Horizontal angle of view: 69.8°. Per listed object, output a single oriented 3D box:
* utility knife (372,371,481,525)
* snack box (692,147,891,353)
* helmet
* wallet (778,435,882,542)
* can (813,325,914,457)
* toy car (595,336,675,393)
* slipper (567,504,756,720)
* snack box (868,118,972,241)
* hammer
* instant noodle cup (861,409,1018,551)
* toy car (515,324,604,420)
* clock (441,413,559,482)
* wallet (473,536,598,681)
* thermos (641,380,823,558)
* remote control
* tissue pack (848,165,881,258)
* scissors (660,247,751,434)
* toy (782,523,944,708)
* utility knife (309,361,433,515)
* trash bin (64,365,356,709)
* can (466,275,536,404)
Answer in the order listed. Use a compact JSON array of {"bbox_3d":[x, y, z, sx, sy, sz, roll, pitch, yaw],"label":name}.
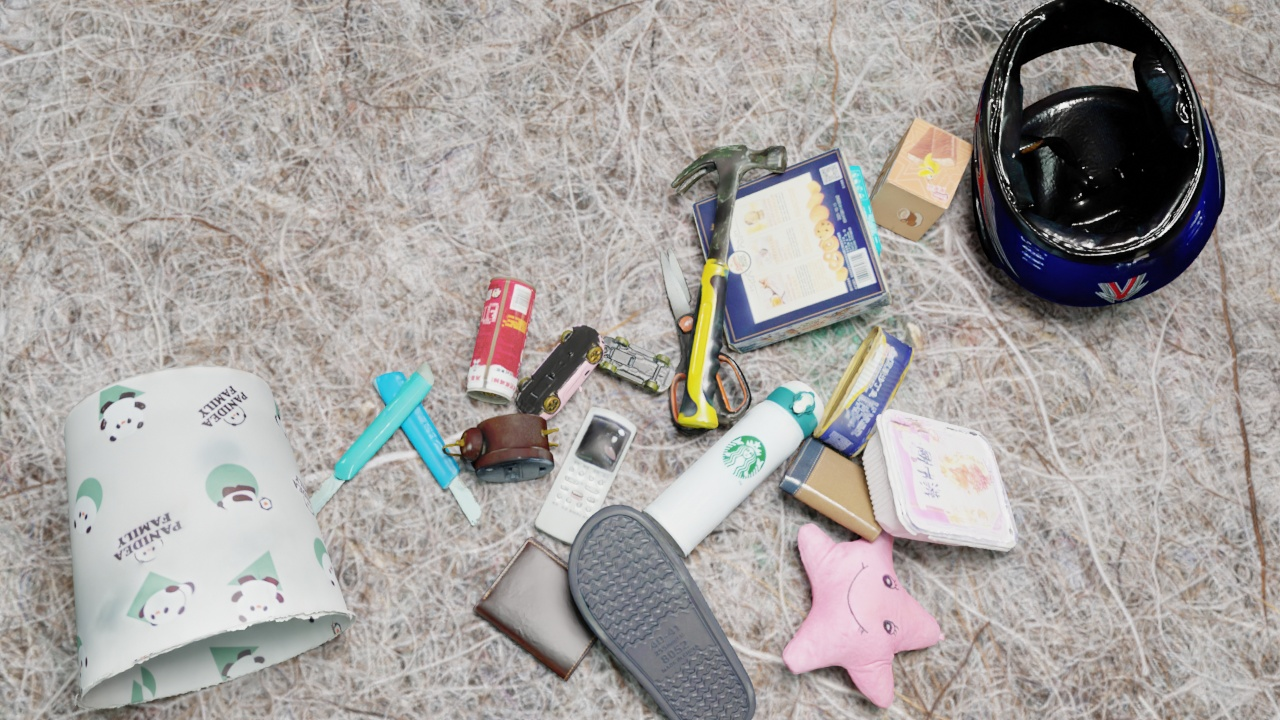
[{"bbox_3d":[-0.225,0.092,0.983,0.034,0.018,0.194,-34,79,-4],"label":"utility knife"},{"bbox_3d":[0.167,-0.122,1.031,0.183,0.045,0.177,-18,74,18],"label":"snack box"},{"bbox_3d":[0.495,-0.215,1.022,0.248,0.240,0.315,-12,80,21],"label":"helmet"},{"bbox_3d":[0.212,0.136,0.984,0.115,0.033,0.090,29,38,11],"label":"wallet"},{"bbox_3d":[0.248,0.034,1.016,0.049,0.075,0.148,32,73,1],"label":"can"},{"bbox_3d":[-0.006,0.006,1.020,0.090,0.035,0.042,23,74,6],"label":"toy car"},{"bbox_3d":[0.017,0.266,0.931,0.110,0.083,0.268,-34,97,-6],"label":"slipper"},{"bbox_3d":[0.327,-0.212,1.086,0.077,0.093,0.094,27,72,3],"label":"snack box"},{"bbox_3d":[0.079,-0.086,1.009,0.126,0.032,0.323,4,77,24],"label":"hammer"},{"bbox_3d":[0.307,0.135,0.965,0.173,0.061,0.137,13,56,-28],"label":"instant noodle cup"},{"bbox_3d":[-0.085,0.016,1.003,0.056,0.037,0.122,33,78,36],"label":"toy car"},{"bbox_3d":[-0.145,0.093,0.958,0.122,0.082,0.055,-4,69,-8],"label":"clock"},{"bbox_3d":[-0.095,0.255,0.947,0.122,0.020,0.096,36,69,7],"label":"wallet"},{"bbox_3d":[0.105,0.109,0.980,0.224,0.073,0.073,-41,81,-15],"label":"thermos"},{"bbox_3d":[-0.058,0.124,0.988,0.058,0.021,0.149,24,74,2],"label":"remote control"},{"bbox_3d":[0.226,-0.164,1.085,0.093,0.050,0.133,-9,75,-8],"label":"tissue pack"},{"bbox_3d":[0.043,-0.023,1.037,0.143,0.021,0.235,-41,63,7],"label":"scissors"},{"bbox_3d":[0.236,0.251,0.950,0.178,0.075,0.194,21,61,-11],"label":"toy"},{"bbox_3d":[-0.293,0.093,0.970,0.029,0.013,0.223,39,82,7],"label":"utility knife"},{"bbox_3d":[-0.409,0.157,0.850,0.229,0.230,0.251,-18,70,-10],"label":"trash bin"},{"bbox_3d":[-0.153,-0.022,1.006,0.053,0.053,0.132,10,73,-2],"label":"can"}]
